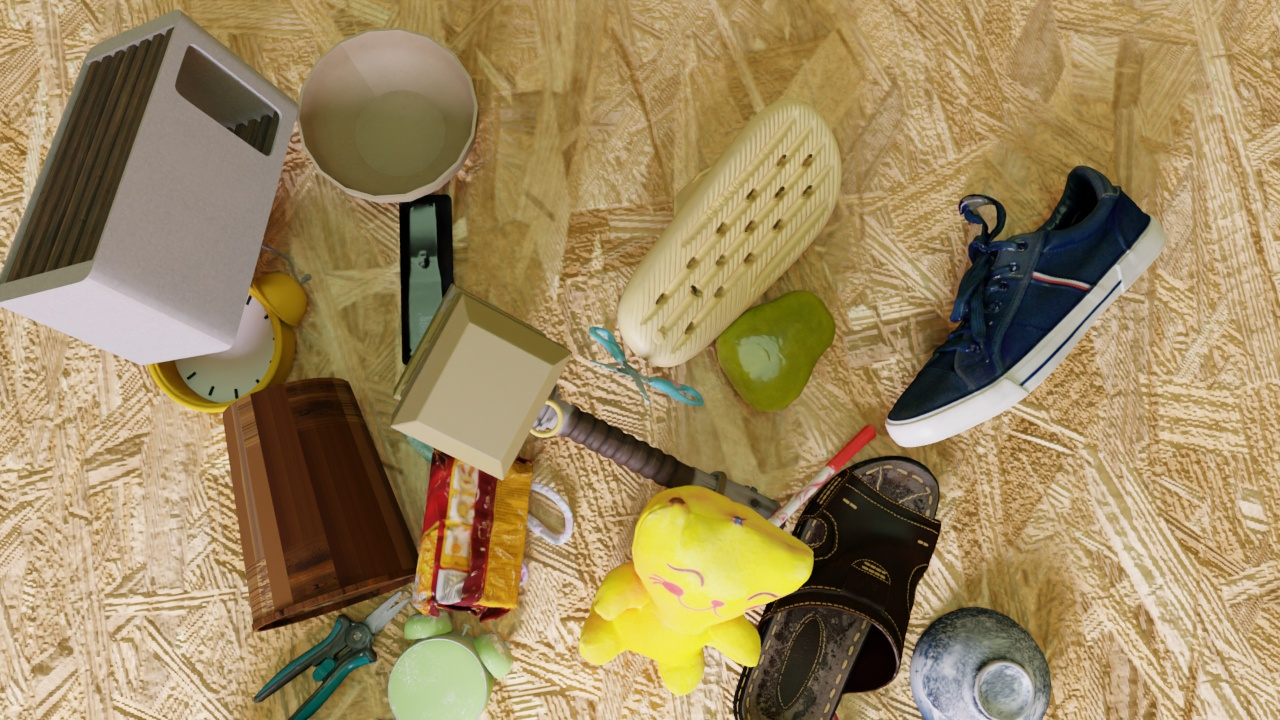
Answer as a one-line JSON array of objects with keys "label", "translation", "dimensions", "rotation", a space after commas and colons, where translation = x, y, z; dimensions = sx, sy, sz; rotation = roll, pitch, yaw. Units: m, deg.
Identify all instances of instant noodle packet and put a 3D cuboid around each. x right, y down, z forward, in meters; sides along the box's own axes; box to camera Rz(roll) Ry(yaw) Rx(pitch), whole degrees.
[{"label": "instant noodle packet", "translation": [-0.130, 0.136, 0.721], "dimensions": [0.040, 0.098, 0.135], "rotation": [-6, 72, 36]}]

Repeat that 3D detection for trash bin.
[{"label": "trash bin", "translation": [-0.370, -0.128, 0.705], "dimensions": [0.115, 0.114, 0.228], "rotation": [-7, 65, 27]}]

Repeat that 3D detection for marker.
[{"label": "marker", "translation": [0.149, 0.098, 0.760], "dimensions": [0.142, 0.013, 0.013], "rotation": [-37, 85, -26]}]

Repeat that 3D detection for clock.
[{"label": "clock", "translation": [-0.346, -0.027, 0.773], "dimensions": [0.113, 0.052, 0.152], "rotation": [22, 88, 2]}, {"label": "clock", "translation": [-0.157, 0.255, 0.745], "dimensions": [0.094, 0.042, 0.119], "rotation": [22, 83, 1]}]

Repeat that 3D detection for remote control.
[{"label": "remote control", "translation": [-0.186, -0.072, 0.794], "dimensions": [0.047, 0.022, 0.150], "rotation": [-3, 83, -2]}]

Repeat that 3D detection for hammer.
[{"label": "hammer", "translation": [-0.024, 0.065, 0.726], "dimensions": [0.324, 0.190, 0.100], "rotation": [29, 90, -16]}]

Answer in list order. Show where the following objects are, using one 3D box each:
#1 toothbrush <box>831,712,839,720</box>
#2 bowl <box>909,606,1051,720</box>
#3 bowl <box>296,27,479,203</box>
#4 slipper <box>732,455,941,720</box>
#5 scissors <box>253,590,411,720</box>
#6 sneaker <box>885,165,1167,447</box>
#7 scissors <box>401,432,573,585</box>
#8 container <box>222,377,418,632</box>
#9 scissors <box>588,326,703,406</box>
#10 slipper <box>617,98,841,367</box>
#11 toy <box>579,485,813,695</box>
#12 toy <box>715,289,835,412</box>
[{"label": "toothbrush", "translation": [0.176, 0.328, 0.755], "dimensions": [0.016, 0.016, 0.190], "rotation": [-19, 83, -8]}, {"label": "bowl", "translation": [0.283, 0.263, 0.744], "dimensions": [0.114, 0.061, 0.114], "rotation": [0, 84, -1]}, {"label": "bowl", "translation": [-0.213, -0.205, 0.796], "dimensions": [0.152, 0.050, 0.152], "rotation": [0, 82, -1]}, {"label": "slipper", "translation": [0.163, 0.190, 0.733], "dimensions": [0.113, 0.076, 0.267], "rotation": [32, 74, 3]}, {"label": "scissors", "translation": [-0.250, 0.250, 0.754], "dimensions": [0.127, 0.019, 0.142], "rotation": [4, 76, 5]}, {"label": "sneaker", "translation": [0.294, -0.056, 0.762], "dimensions": [0.294, 0.121, 0.127], "rotation": [-44, 98, -9]}, {"label": "scissors", "translation": [-0.129, 0.100, 0.781], "dimensions": [0.103, 0.016, 0.179], "rotation": [-35, 81, -4]}, {"label": "container", "translation": [-0.257, 0.110, 0.724], "dimensions": [0.132, 0.132, 0.167], "rotation": [-19, 78, -4]}, {"label": "scissors", "translation": [-0.005, 0.003, 0.757], "dimensions": [0.015, 0.135, 0.133], "rotation": [-54, 52, 9]}, {"label": "slipper", "translation": [0.070, -0.103, 0.775], "dimensions": [0.111, 0.079, 0.261], "rotation": [44, 76, -19]}, {"label": "toy", "translation": [0.040, 0.171, 0.697], "dimensions": [0.134, 0.194, 0.087], "rotation": [22, 41, -7]}, {"label": "toy", "translation": [0.120, -0.012, 0.779], "dimensions": [0.110, 0.051, 0.090], "rotation": [-36, 87, -8]}]
